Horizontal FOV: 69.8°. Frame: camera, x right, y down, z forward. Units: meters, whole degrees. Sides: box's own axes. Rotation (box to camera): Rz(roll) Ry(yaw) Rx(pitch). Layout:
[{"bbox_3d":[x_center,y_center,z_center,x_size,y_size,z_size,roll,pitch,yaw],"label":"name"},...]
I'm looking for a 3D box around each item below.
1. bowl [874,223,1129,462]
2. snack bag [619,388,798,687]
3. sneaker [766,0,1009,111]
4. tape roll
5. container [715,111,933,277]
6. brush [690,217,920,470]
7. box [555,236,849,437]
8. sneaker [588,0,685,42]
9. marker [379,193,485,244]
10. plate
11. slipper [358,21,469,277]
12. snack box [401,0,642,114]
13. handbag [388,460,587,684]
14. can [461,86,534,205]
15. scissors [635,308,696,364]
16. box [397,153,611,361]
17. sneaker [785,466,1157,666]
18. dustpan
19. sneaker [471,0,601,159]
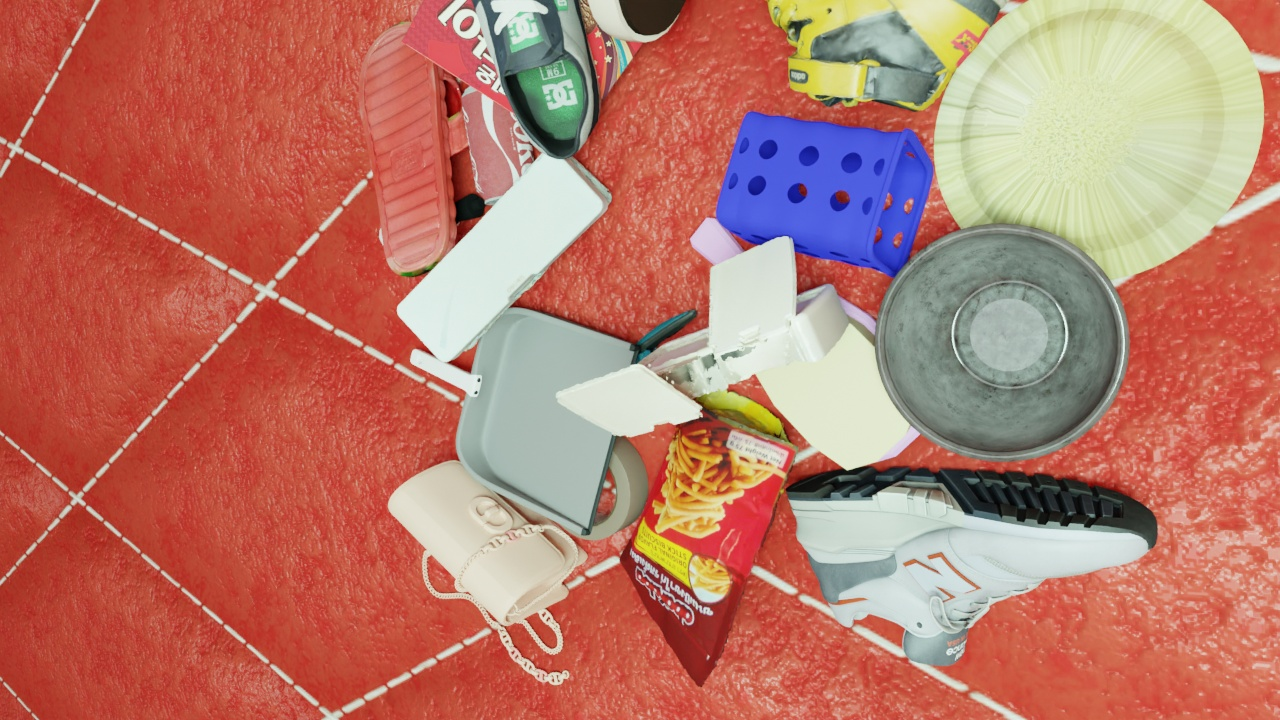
[{"bbox_3d":[0.230,-0.013,0.584,0.145,0.067,0.145,5,99,30],"label":"bowl"},{"bbox_3d":[0.050,0.129,0.724,0.139,0.066,0.208,39,120,45],"label":"snack bag"},{"bbox_3d":[0.113,-0.246,0.609,0.238,0.085,0.122,33,110,20],"label":"sneaker"},{"bbox_3d":[-0.040,0.107,0.798,0.094,0.030,0.094,6,101,32],"label":"tape roll"},{"bbox_3d":[0.124,-0.113,0.621,0.114,0.085,0.084,18,91,30],"label":"container"},{"bbox_3d":[0.112,-0.021,0.674,0.228,0.043,0.089,48,119,16],"label":"brush"},{"bbox_3d":[0.040,-0.012,0.579,0.144,0.181,0.081,-21,98,27],"label":"box"},{"bbox_3d":[-0.028,-0.368,0.648,0.117,0.111,0.294,3,90,34],"label":"sneaker"},{"bbox_3d":[-0.195,-0.130,0.861,0.126,0.025,0.025,-12,91,33],"label":"marker"},{"bbox_3d":[0.269,-0.139,0.559,0.185,0.036,0.184,6,101,32],"label":"plate"},{"bbox_3d":[-0.196,-0.191,0.832,0.104,0.059,0.248,-19,74,30],"label":"slipper"},{"bbox_3d":[-0.083,-0.263,0.709,0.152,0.035,0.133,30,120,-19],"label":"snack box"},{"bbox_3d":[-0.152,0.211,0.835,0.199,0.116,0.188,38,116,22],"label":"handbag"},{"bbox_3d":[-0.120,-0.185,0.788,0.054,0.053,0.096,-7,94,33],"label":"can"},{"bbox_3d":[-0.004,-0.001,0.766,0.130,0.019,0.135,21,101,37],"label":"scissors"},{"bbox_3d":[-0.115,-0.086,0.760,0.199,0.086,0.072,-44,34,17],"label":"box"},{"bbox_3d":[0.214,0.143,0.619,0.240,0.088,0.124,2,103,41],"label":"sneaker"},{"bbox_3d":[-0.122,0.031,0.819,0.258,0.033,0.163,21,99,41],"label":"dustpan"},{"bbox_3d":[-0.083,-0.254,0.643,0.084,0.079,0.235,-13,123,10],"label":"sneaker"}]
